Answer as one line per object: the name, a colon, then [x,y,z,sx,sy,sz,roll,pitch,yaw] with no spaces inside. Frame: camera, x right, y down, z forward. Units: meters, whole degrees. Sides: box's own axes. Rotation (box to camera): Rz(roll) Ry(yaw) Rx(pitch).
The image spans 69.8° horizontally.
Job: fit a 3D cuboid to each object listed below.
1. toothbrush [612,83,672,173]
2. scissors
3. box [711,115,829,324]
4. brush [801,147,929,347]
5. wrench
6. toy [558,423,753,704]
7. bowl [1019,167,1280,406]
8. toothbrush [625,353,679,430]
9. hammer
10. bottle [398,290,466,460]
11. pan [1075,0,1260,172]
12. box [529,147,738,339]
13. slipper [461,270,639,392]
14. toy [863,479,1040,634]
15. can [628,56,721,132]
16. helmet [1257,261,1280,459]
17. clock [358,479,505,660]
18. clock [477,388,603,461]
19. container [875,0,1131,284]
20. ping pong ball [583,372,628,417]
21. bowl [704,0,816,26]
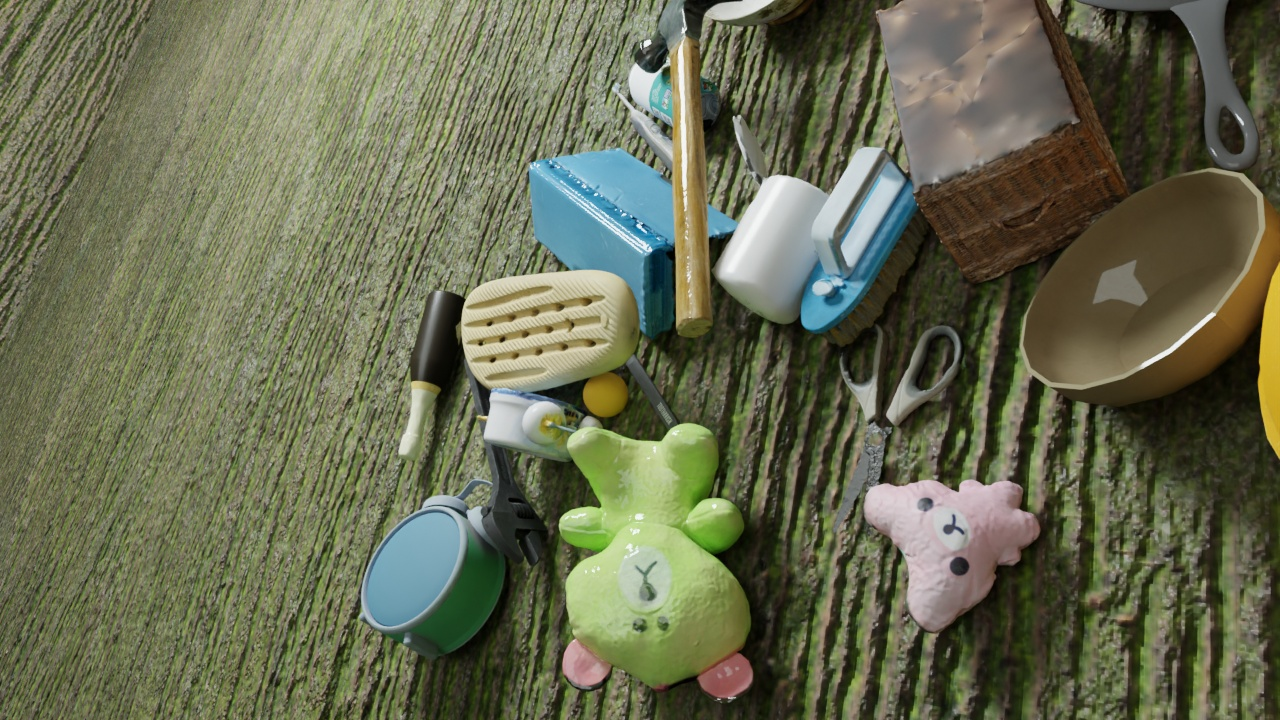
toothbrush: [0.008,-0.234,0.928,0.185,0.022,0.024,58,138,42]
scissors: [0.167,0.040,0.656,0.165,0.012,0.150,-47,45,12]
box: [0.098,-0.117,0.740,0.136,0.084,0.147,30,87,35]
brush: [0.157,-0.081,0.676,0.055,0.075,0.135,23,80,54]
wrench: [-0.136,0.083,0.863,0.018,0.073,0.273,-42,41,16]
toy: [0.010,0.147,0.680,0.150,0.107,0.196,-4,73,14]
bowl: [0.300,-0.033,0.531,0.152,0.050,0.152,-51,14,18]
toothbrush: [-0.005,0.005,0.823,0.013,0.013,0.167,-45,49,13]
hammer: [0.041,-0.174,0.761,0.133,0.033,0.329,-34,50,50]
bottle: [-0.226,0.017,0.979,0.045,0.045,0.184,-7,64,38]
pan: [0.366,-0.268,0.608,0.217,0.024,0.353,-7,58,27]
box: [-0.007,-0.123,0.878,0.231,0.112,0.094,42,142,46]
slipper: [-0.075,-0.026,0.849,0.262,0.079,0.111,-5,87,50]
toy: [0.197,0.109,0.570,0.096,0.053,0.099,-26,55,12]
can: [0.032,-0.262,0.898,0.055,0.055,0.101,-51,45,8]
helmet: [0.364,-0.012,0.414,0.131,0.205,0.255,-14,50,65]
clock: [-0.176,0.183,0.837,0.122,0.075,0.161,8,61,43]
clock: [-0.084,0.058,0.808,0.126,0.088,0.052,4,76,44]
container: [0.243,-0.172,0.633,0.114,0.112,0.198,-23,54,30]
ping pong ball: [-0.031,0.030,0.810,0.040,0.040,0.040,-19,57,32]
bowl: [0.126,-0.365,0.866,0.145,0.063,0.145,-19,58,32]
